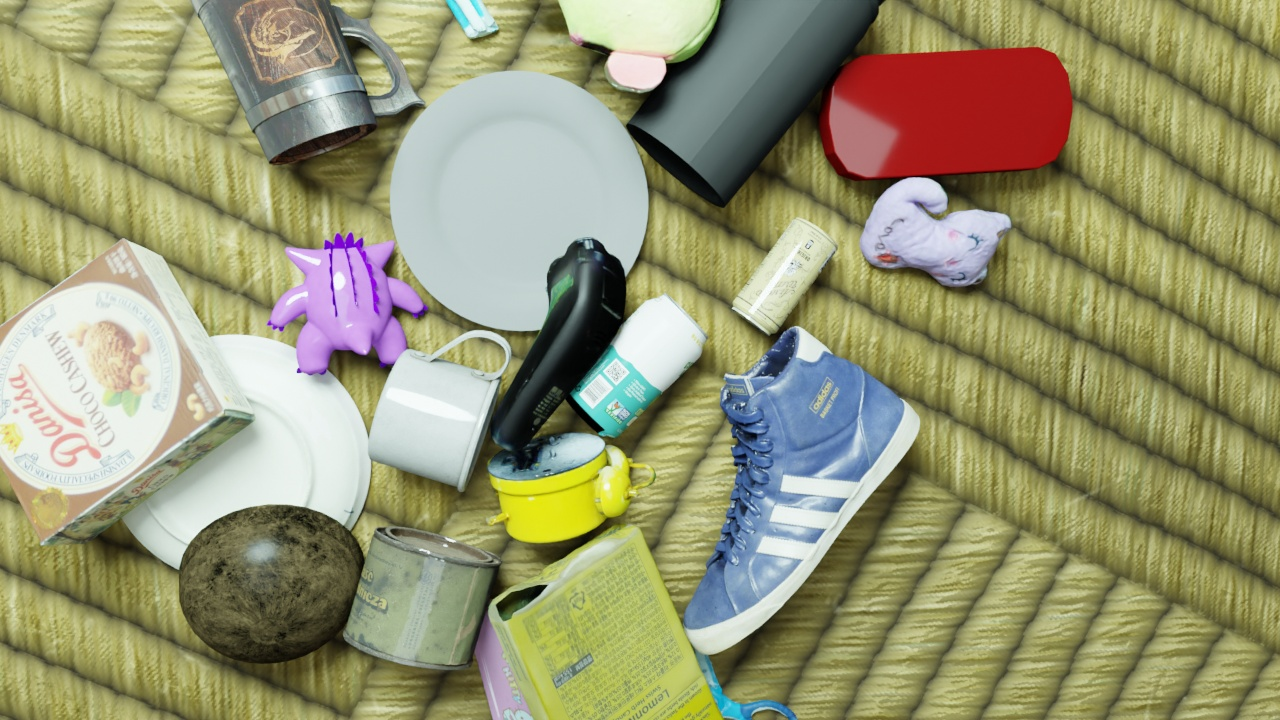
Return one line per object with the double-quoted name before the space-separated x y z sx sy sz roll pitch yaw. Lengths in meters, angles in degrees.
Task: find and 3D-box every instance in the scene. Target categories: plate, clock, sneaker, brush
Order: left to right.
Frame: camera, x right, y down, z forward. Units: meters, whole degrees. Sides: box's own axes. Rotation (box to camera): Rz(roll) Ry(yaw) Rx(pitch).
"plate" -0.283 0.074 0.639 0.182 0.034 0.182 -1 98 -5
"plate" -0.084 -0.110 0.643 0.178 0.012 0.178 -1 98 -5
"clock" -0.049 0.084 0.638 0.119 0.083 0.057 -10 104 -1
"sneaker" 0.077 0.084 0.644 0.118 0.091 0.233 43 91 -14
"brush" 0.211 -0.172 0.647 0.173 0.042 0.082 -4 98 -5

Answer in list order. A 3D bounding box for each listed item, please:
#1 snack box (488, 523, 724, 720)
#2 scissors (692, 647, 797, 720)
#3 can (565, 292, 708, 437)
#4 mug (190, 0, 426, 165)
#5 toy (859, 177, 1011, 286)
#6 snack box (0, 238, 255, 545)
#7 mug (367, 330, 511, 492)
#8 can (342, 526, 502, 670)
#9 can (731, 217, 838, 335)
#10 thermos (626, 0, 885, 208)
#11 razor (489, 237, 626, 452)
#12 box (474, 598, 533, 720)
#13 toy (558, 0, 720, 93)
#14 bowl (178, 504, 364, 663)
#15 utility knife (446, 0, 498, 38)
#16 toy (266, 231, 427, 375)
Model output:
"snack box" -0.021 0.212 0.624 0.121 0.045 0.181 -29 103 -31
"scissors" 0.068 0.266 0.710 0.118 0.013 0.140 -14 97 -2
"can" -0.004 0.004 0.645 0.101 0.055 0.055 -44 99 1
"mug" -0.210 -0.196 0.595 0.115 0.080 0.107 -27 101 -28
"toy" 0.210 -0.090 0.652 0.099 0.036 0.080 10 133 -4
"snack box" -0.350 0.021 0.597 0.147 0.041 0.143 -36 77 1
"mug" -0.133 0.027 0.619 0.070 0.084 0.113 18 107 -5
"can" -0.148 0.160 0.628 0.090 0.090 0.074 16 84 -7
"can" 0.102 -0.059 0.654 0.038 0.038 0.079 36 93 -9
"thermos" 0.086 -0.206 0.609 0.086 0.086 0.198 39 93 -9
"razor" -0.059 -0.011 0.618 0.067 0.054 0.151 29 87 35
"box" -0.046 0.267 0.690 0.090 0.091 0.214 -7 101 39
"toy" 0.018 -0.273 0.587 0.150 0.107 0.197 43 100 17
"bowl" -0.249 0.162 0.619 0.121 0.056 0.121 -8 122 -13
"utility knife" -0.148 -0.292 0.611 0.022 0.015 0.167 -31 101 -1
"toy" -0.196 -0.039 0.620 0.106 0.056 0.088 -8 87 -27
